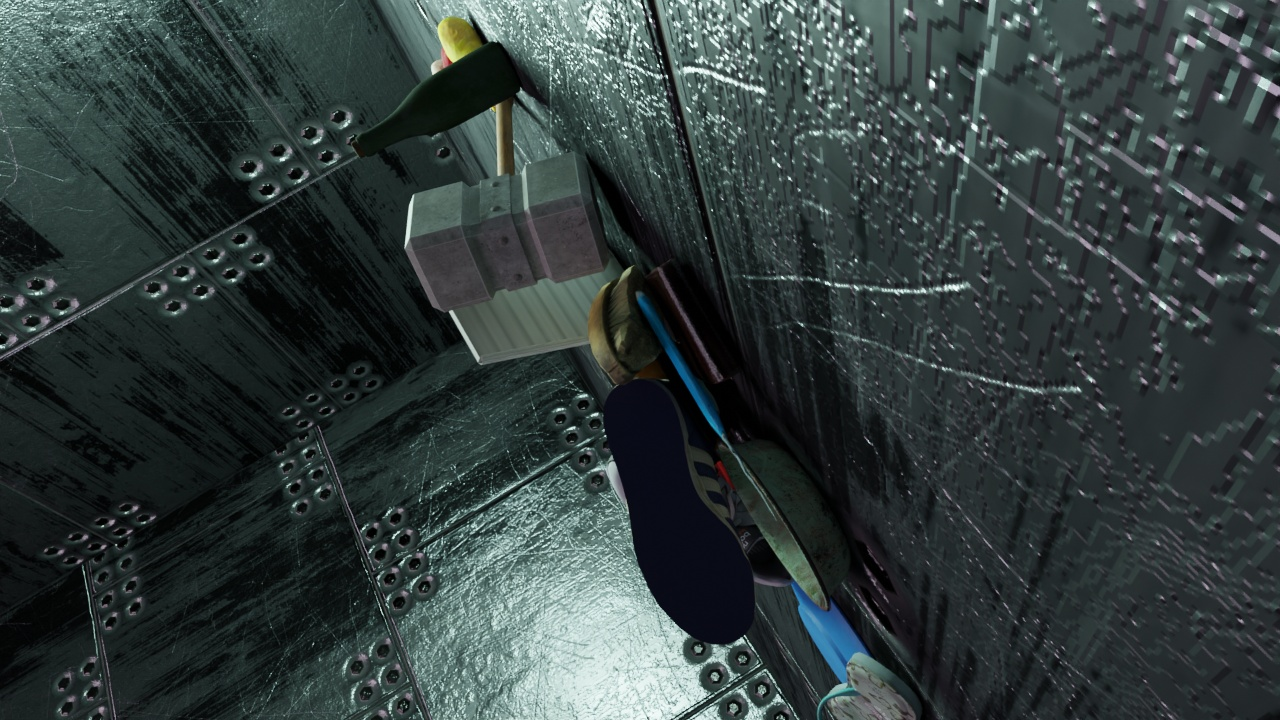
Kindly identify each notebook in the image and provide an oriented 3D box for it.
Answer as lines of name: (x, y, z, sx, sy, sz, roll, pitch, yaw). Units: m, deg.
notebook: (-0.096, -0.068, 0.906, 0.142, 0.209, 0.009, 56, 138, 26)

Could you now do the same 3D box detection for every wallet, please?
wallet: (0.036, -0.030, 0.726, 0.099, 0.031, 0.120, 61, 176, -5)
wallet: (0.054, 0.028, 0.813, 0.091, 0.018, 0.115, 58, -168, 5)

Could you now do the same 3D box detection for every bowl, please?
bowl: (0.120, 0.122, 0.736, 0.157, 0.038, 0.157, 58, 174, 9)

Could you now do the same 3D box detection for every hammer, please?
hammer: (-0.131, -0.190, 0.898, 0.317, 0.163, 0.083, -101, -4, -48)

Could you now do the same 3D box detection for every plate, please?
plate: (0.213, 0.312, 0.990, 0.224, 0.024, 0.224, 58, 174, 9)

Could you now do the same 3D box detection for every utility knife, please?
utility knife: (0.046, 0.027, 0.698, 0.221, 0.015, 0.031, 61, -177, 26)

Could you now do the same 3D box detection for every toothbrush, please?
toothbrush: (0.131, 0.206, 1.165, 0.212, 0.018, 0.012, 63, 173, -33)

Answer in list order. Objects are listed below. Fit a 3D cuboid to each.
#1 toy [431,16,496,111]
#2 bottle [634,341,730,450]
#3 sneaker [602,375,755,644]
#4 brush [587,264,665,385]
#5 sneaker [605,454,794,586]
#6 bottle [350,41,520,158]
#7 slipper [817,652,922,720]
toy: (-0.193, -0.324, 1.031, 0.105, 0.067, 0.137, 57, 162, -6)
bottle: (0.023, 0.021, 0.894, 0.157, 0.068, 0.068, 60, 174, -9)
sneaker: (0.037, 0.121, 0.812, 0.118, 0.091, 0.233, -27, -86, -79)
brush: (-0.010, -0.033, 0.779, 0.059, 0.043, 0.195, 47, -163, -16)
sneaker: (0.079, 0.164, 0.946, 0.239, 0.089, 0.124, 35, 180, -30)
bottle: (-0.206, -0.250, 0.907, 0.055, 0.174, 0.055, 58, 174, 9)
slipper: (0.221, 0.353, 0.886, 0.098, 0.054, 0.269, 35, 158, 23)
